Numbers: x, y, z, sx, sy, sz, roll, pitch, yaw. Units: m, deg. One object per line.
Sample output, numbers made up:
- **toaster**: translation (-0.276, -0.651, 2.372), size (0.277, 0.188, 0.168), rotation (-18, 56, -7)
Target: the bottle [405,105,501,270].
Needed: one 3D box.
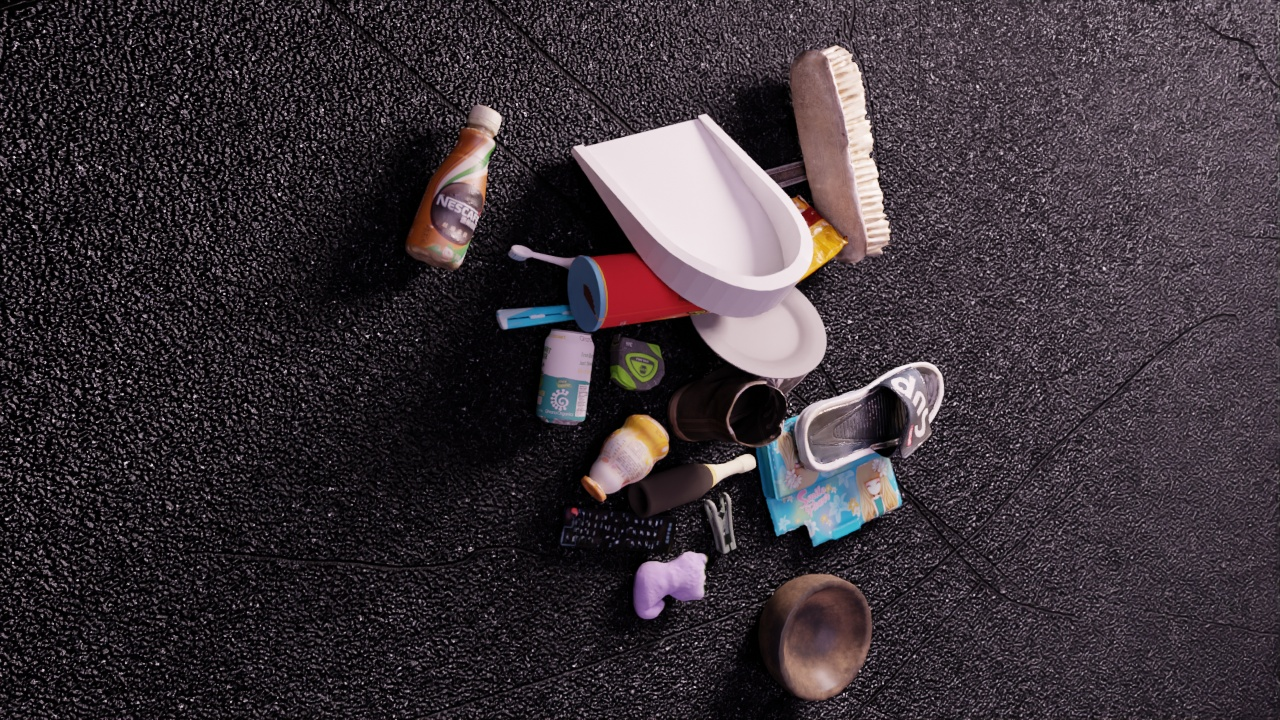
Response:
- **bottle**: translation (-0.184, -0.177, 0.930), size (0.059, 0.059, 0.167), rotation (23, 83, -30)

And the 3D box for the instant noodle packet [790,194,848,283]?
- **instant noodle packet**: translation (0.181, -0.142, 1.138), size (0.135, 0.040, 0.098), rotation (-36, 71, -23)

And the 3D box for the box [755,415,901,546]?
- **box**: translation (0.261, 0.151, 1.240), size (0.226, 0.039, 0.181), rotation (-17, 102, -29)

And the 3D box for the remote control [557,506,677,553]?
- **remote control**: translation (-0.027, 0.200, 1.083), size (0.150, 0.022, 0.047), rotation (11, 90, -29)

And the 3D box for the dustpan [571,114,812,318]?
- **dustpan**: translation (0.075, -0.168, 0.998), size (0.191, 0.053, 0.257), rotation (-22, 71, -31)

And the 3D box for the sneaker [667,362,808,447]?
- **sneaker**: translation (0.155, 0.028, 1.116), size (0.234, 0.120, 0.095), rotation (-26, 107, -29)

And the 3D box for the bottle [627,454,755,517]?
- **bottle**: translation (0.070, 0.145, 1.121), size (0.184, 0.045, 0.045), rotation (-13, 101, -36)

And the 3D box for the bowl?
- **bowl**: translation (0.224, 0.359, 1.216), size (0.162, 0.070, 0.162), rotation (-3, 97, -30)

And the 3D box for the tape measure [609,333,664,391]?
- **tape measure**: translation (-0.006, 0.006, 1.067), size (0.065, 0.036, 0.058), rotation (16, 78, -27)

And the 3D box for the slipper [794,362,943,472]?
- **slipper**: translation (0.319, 0.078, 1.211), size (0.263, 0.063, 0.111), rotation (-15, 100, -27)

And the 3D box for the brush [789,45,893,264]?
- **brush**: translation (0.249, -0.254, 1.149), size (0.056, 0.083, 0.271), rotation (-23, 106, -27)

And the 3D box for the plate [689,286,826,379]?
- **plate**: translation (0.139, -0.047, 1.098), size (0.178, 0.012, 0.178), rotation (12, 49, -14)

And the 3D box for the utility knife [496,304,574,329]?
- **utility knife**: translation (-0.095, -0.054, 1.021), size (0.140, 0.015, 0.022), rotation (-10, 99, -32)

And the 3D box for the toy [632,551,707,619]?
- **toy**: translation (0.035, 0.275, 1.119), size (0.099, 0.036, 0.080), rotation (-3, 106, -25)

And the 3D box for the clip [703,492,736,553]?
- **clip**: translation (0.102, 0.206, 1.158), size (0.037, 0.023, 0.075), rotation (-19, 106, -29)

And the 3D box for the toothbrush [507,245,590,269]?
- **toothbrush**: translation (-0.046, -0.102, 1.039), size (0.222, 0.027, 0.027), rotation (10, 55, -30)

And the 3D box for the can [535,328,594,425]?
- **can**: translation (-0.083, 0.018, 1.011), size (0.054, 0.055, 0.101), rotation (7, 92, -31)

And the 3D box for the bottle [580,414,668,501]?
- **bottle**: translation (-0.018, 0.113, 1.053), size (0.109, 0.063, 0.063), rotation (-44, 114, -21)

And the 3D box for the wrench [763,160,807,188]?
- **wrench**: translation (0.153, -0.223, 1.151), size (0.272, 0.010, 0.070), rotation (-21, 105, -27)

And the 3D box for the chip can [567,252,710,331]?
- **chip can**: translation (0.033, -0.085, 1.019), size (0.213, 0.087, 0.087), rotation (-10, 100, -27)
